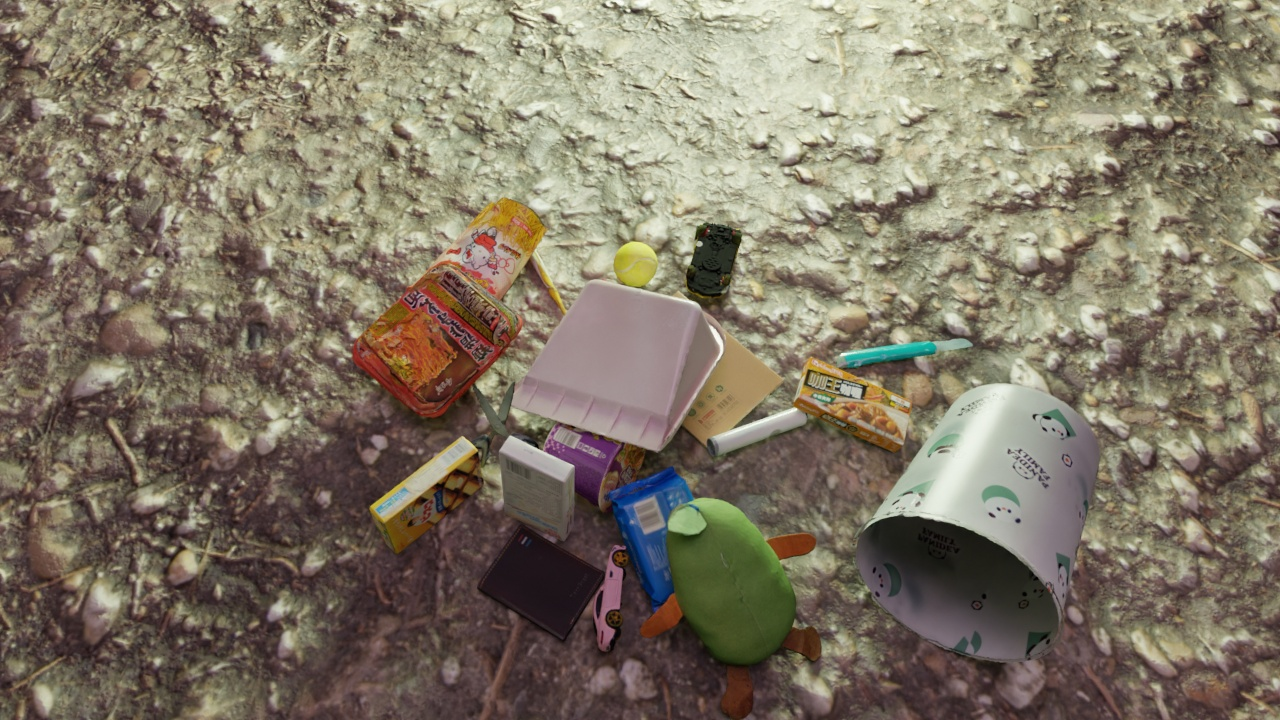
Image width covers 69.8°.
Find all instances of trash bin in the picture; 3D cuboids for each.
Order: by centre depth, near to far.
[{"bbox_3d":[0.403,0.173,1.060,0.229,0.230,0.251,30,53,17],"label":"trash bin"}]

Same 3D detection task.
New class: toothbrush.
[{"bbox_3d":[0.190,0.082,1.222,0.220,0.027,0.026,-17,70,-19],"label":"toothbrush"},{"bbox_3d":[-0.130,-0.108,1.343,0.016,0.018,0.191,-19,58,-18],"label":"toothbrush"}]

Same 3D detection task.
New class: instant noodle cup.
[{"bbox_3d":[-0.061,0.120,1.138,0.099,0.112,0.111,21,55,23],"label":"instant noodle cup"},{"bbox_3d":[-0.266,-0.019,1.222,0.164,0.079,0.188,38,73,19],"label":"instant noodle cup"}]

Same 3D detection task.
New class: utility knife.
[{"bbox_3d":[0.375,-0.011,1.308,0.205,0.013,0.029,-8,54,-6],"label":"utility knife"}]

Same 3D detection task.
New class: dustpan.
[{"bbox_3d":[-0.007,0.007,1.197,0.223,0.139,0.272,18,68,23],"label":"dustpan"}]

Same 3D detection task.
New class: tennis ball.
[{"bbox_3d":[-0.007,-0.141,1.345,0.065,0.066,0.065,2,55,-3],"label":"tennis ball"}]

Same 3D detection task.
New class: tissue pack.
[{"bbox_3d":[0.030,0.213,1.090,0.094,0.052,0.157,-19,80,-18],"label":"tissue pack"}]

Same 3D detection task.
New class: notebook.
[{"bbox_3d":[0.072,0.009,1.266,0.147,0.008,0.207,-40,65,-17],"label":"notebook"}]

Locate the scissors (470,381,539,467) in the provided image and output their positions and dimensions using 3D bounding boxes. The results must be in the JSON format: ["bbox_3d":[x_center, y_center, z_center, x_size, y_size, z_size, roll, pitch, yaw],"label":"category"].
[{"bbox_3d":[-0.173,0.085,1.123,0.159,0.175,0.014,29,38,-38],"label":"scissors"}]

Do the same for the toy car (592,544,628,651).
[{"bbox_3d":[-0.035,0.272,1.056,0.037,0.056,0.122,7,56,-1],"label":"toy car"}]

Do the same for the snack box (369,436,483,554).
[{"bbox_3d":[-0.253,0.161,1.102,0.140,0.087,0.034,-37,64,-26],"label":"snack box"}]

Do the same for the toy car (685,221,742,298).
[{"bbox_3d":[0.107,-0.149,1.372,0.071,0.041,0.155,12,53,5],"label":"toy car"}]

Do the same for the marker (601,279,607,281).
[{"bbox_3d":[0.008,-0.087,1.339,0.145,0.017,0.017,21,56,11],"label":"marker"}]

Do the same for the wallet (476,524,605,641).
[{"bbox_3d":[-0.116,0.261,1.083,0.122,0.020,0.096,27,57,13],"label":"wallet"}]

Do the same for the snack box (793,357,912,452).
[{"bbox_3d":[0.284,0.059,1.228,0.154,0.026,0.075,24,56,-1],"label":"snack box"}]

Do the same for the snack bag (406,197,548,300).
[{"bbox_3d":[-0.234,-0.141,1.340,0.128,0.073,0.207,28,66,15],"label":"snack bag"}]

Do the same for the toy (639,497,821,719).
[{"bbox_3d":[0.105,0.259,1.028,0.226,0.090,0.247,-27,96,-16],"label":"toy"}]

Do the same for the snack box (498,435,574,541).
[{"bbox_3d":[-0.120,0.153,1.074,0.085,0.157,0.026,23,56,12],"label":"snack box"}]
